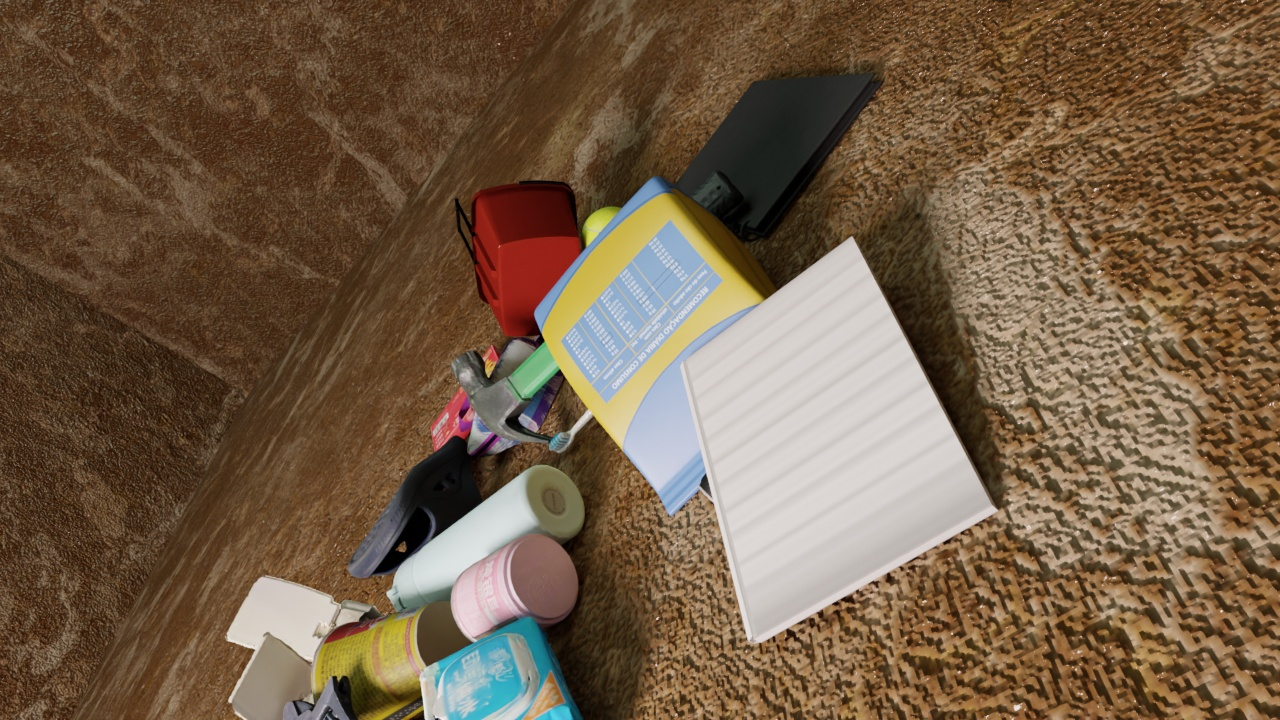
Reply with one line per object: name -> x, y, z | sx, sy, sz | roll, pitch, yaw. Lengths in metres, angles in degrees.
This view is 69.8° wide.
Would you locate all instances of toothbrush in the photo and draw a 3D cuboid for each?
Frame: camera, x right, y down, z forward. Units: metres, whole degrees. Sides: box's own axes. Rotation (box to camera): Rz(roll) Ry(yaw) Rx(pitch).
toothbrush -> -0.005, 0.005, 0.790 | 0.223, 0.026, 0.027 | -47, 51, 17

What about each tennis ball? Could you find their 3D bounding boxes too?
tennis ball -> -0.030, -0.129, 0.968 | 0.065, 0.065, 0.065 | -42, 26, 26

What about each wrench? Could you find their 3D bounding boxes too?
wrench -> -0.177, 0.281, 0.640 | 0.274, 0.022, 0.073 | 5, 78, 41

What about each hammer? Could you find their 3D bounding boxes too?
hammer -> -0.034, -0.046, 0.824 | 0.319, 0.032, 0.130 | -43, 68, 17

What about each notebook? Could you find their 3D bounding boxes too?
notebook -> 0.095, 0.036, 0.521 | 0.143, 0.009, 0.209 | -37, 39, 23
notebook -> 0.108, -0.193, 0.858 | 0.169, 0.019, 0.231 | -53, 23, 1

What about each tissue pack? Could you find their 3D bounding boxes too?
tissue pack -> -0.087, 0.222, 0.573 | 0.092, 0.062, 0.144 | -29, 20, -10

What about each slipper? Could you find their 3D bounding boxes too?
slipper -> -0.208, 0.155, 0.917 | 0.111, 0.083, 0.268 | -52, 5, 11

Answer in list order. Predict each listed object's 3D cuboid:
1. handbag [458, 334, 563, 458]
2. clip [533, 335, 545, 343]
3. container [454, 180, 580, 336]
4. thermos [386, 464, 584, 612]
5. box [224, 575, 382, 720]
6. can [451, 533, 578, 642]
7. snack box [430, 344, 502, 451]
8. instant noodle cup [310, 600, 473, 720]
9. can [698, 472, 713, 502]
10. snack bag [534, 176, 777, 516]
handbag -> -0.154, 0.043, 0.988 | 0.170, 0.068, 0.144 | -23, 39, 60
clip -> -0.120, -0.014, 1.048 | 0.052, 0.013, 0.036 | -44, 24, 27
container -> -0.133, -0.128, 1.031 | 0.200, 0.127, 0.148 | -116, 23, -53
thermos -> -0.134, 0.161, 0.774 | 0.207, 0.065, 0.077 | -38, -10, 34
box -> -0.302, 0.269, 0.801 | 0.101, 0.187, 0.144 | 1, 48, 22
can -> -0.093, 0.171, 0.680 | 0.076, 0.067, 0.067 | -34, 30, 39
snack box -> -0.206, 0.049, 1.111 | 0.133, 0.021, 0.089 | -52, 24, 5
instant noodle cup -> -0.192, 0.244, 0.747 | 0.113, 0.100, 0.100 | -31, 31, 26
can -> 0.072, 0.056, 0.570 | 0.080, 0.031, 0.031 | -52, 24, 5
snack bag -> 0.029, -0.012, 0.675 | 0.159, 0.102, 0.205 | -47, 48, 17
